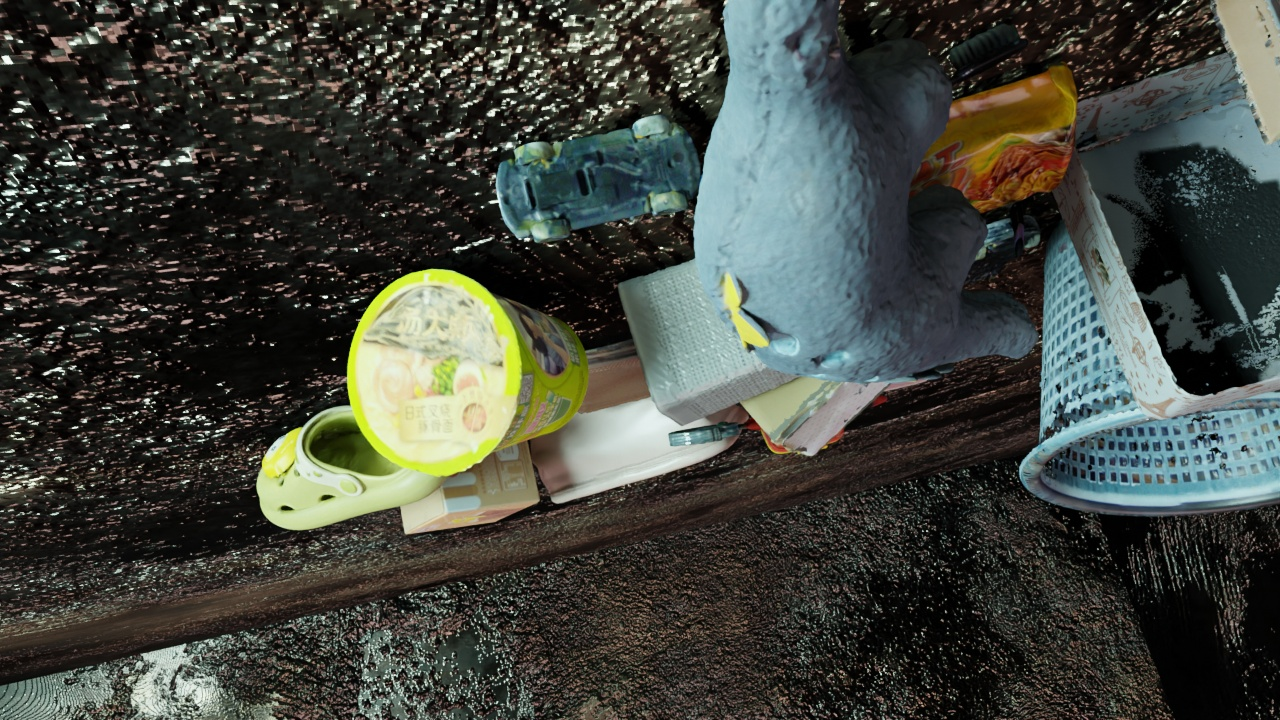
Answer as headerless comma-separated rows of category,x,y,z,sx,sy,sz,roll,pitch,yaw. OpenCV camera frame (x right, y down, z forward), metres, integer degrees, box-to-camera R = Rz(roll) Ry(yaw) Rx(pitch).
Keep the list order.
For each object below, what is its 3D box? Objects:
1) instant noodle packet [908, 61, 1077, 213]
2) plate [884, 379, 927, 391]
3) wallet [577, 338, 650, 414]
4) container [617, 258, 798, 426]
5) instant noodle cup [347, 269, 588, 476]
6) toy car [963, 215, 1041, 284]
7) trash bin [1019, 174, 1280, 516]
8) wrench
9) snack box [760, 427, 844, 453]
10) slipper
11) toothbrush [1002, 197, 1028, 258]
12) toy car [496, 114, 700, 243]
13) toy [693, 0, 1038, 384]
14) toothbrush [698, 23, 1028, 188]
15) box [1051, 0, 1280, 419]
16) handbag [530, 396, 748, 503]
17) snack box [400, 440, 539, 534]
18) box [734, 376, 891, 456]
instant noodle packet,0.165,-0.102,0.494,0.128,0.044,0.110,-17,160,13
plate,0.198,0.009,0.834,0.192,0.039,0.192,-11,179,0
wallet,-0.004,0.004,0.744,0.124,0.032,0.101,-14,162,-1
container,0.059,-0.021,0.601,0.114,0.090,0.090,-20,164,10
instant noodle cup,-0.090,0.008,0.550,0.112,0.111,0.123,-20,171,21
toy car,0.246,-0.079,0.664,0.049,0.031,0.106,-15,167,-9
trash bin,0.379,-0.013,0.653,0.226,0.194,0.227,3,154,1
wrench,0.127,0.051,0.811,0.272,0.016,0.056,-7,179,-41
snack box,0.178,0.050,0.980,0.091,0.082,0.080,-10,154,-18
slipper,-0.227,0.070,0.708,0.191,0.091,0.081,-11,128,26
toothbrush,0.214,-0.082,0.525,0.017,0.014,0.188,7,-159,20
toy car,-0.018,-0.079,0.410,0.090,0.043,0.034,-14,179,-2
toy,0.095,-0.057,0.418,0.138,0.091,0.356,-34,142,13
toothbrush,0.088,-0.114,0.442,0.190,0.016,0.014,-19,173,27
box,0.312,-0.078,0.446,0.153,0.182,0.177,-18,164,14
handbag,0.019,0.069,0.919,0.194,0.093,0.233,-20,171,24
snack box,-0.154,0.092,0.796,0.094,0.092,0.077,-1,160,-42
box,0.146,-0.004,0.660,0.184,0.061,0.089,-43,152,13
